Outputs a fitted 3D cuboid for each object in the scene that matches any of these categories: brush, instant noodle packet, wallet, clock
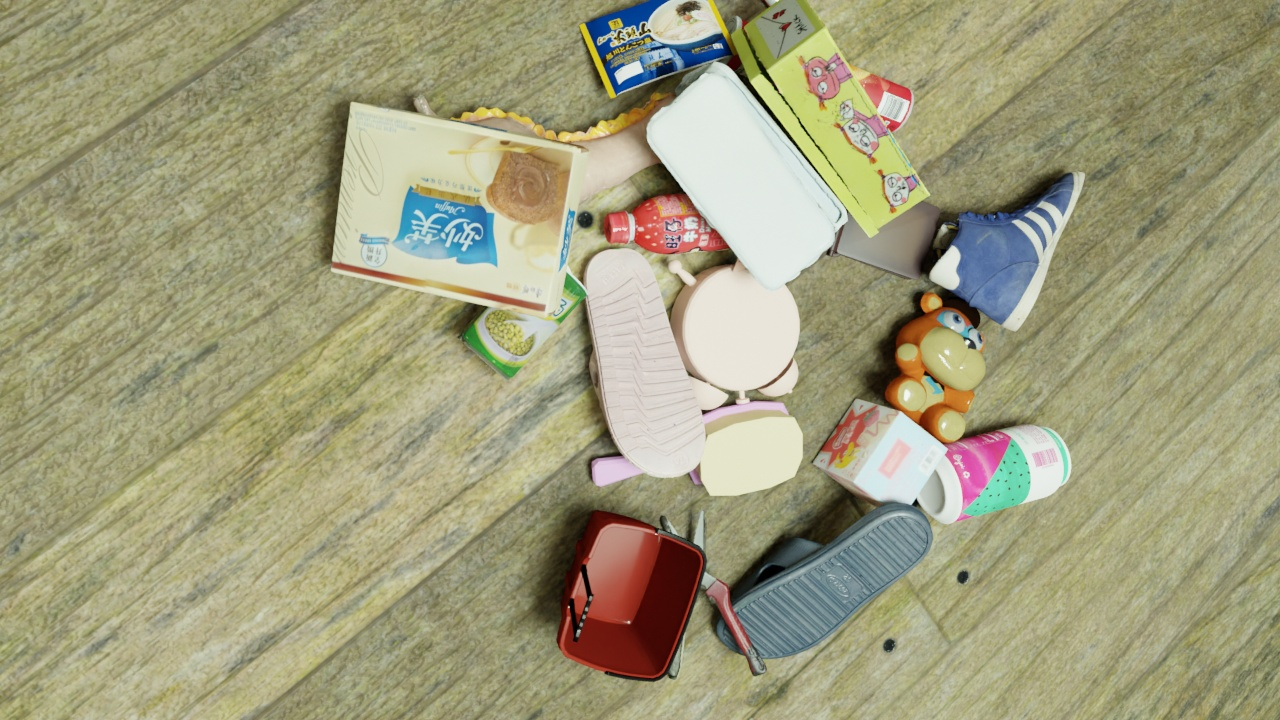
[{"bbox_3d":[0.063,0.103,0.969,0.228,0.043,0.089,-10,112,-16],"label":"brush"},{"bbox_3d":[0.018,-0.316,0.904,0.134,0.026,0.087,-21,76,-5],"label":"instant noodle packet"},{"bbox_3d":[0.272,-0.145,1.028,0.115,0.018,0.091,16,92,-15],"label":"wallet"},{"bbox_3d":[0.103,-0.032,0.957,0.131,0.086,0.160,-10,105,-16],"label":"clock"}]

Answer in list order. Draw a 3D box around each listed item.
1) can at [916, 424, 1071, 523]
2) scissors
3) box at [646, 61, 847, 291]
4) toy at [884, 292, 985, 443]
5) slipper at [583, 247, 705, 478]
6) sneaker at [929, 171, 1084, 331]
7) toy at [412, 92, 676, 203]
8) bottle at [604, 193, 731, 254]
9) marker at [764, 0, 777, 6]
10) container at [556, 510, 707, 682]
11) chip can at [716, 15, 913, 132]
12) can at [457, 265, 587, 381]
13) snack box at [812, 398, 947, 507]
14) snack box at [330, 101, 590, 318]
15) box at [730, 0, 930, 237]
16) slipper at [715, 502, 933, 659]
[{"bbox_3d":[0.404,0.129,1.062,0.165,0.088,0.088,-11,100,-16],"label":"can"},{"bbox_3d":[0.065,0.268,0.991,0.196,0.015,0.180,40,110,12],"label":"scissors"},{"bbox_3d":[0.098,-0.184,0.894,0.130,0.105,0.211,-39,107,-1],"label":"box"},{"bbox_3d":[0.329,0.002,1.020,0.112,0.096,0.175,34,51,-15],"label":"toy"},{"bbox_3d":[-0.006,0.005,0.936,0.094,0.064,0.239,-13,83,-13],"label":"slipper"},{"bbox_3d":[0.406,-0.147,1.042,0.118,0.092,0.232,26,65,11],"label":"sneaker"},{"bbox_3d":[-0.065,-0.219,0.891,0.264,0.065,0.196,-32,103,-15],"label":"toy"},{"bbox_3d":[0.032,-0.138,0.930,0.137,0.062,0.062,-6,98,-16],"label":"bottle"},{"bbox_3d":[0.140,-0.377,0.956,0.145,0.019,0.019,44,83,-17],"label":"marker"},{"bbox_3d":[-0.012,0.229,0.882,0.127,0.201,0.148,19,91,-13],"label":"container"},{"bbox_3d":[0.184,-0.297,0.962,0.214,0.052,0.052,15,92,-19],"label":"chip can"},{"bbox_3d":[-0.113,-0.045,0.892,0.067,0.067,0.121,43,83,-17],"label":"can"},{"bbox_3d":[0.262,0.106,1.012,0.079,0.095,0.093,36,86,-18],"label":"snack box"},{"bbox_3d":[-0.163,-0.135,0.822,0.207,0.055,0.153,12,103,5],"label":"snack box"},{"bbox_3d":[0.187,-0.238,0.899,0.083,0.124,0.221,-32,128,18],"label":"box"},{"bbox_3d":[0.198,0.233,1.008,0.264,0.082,0.101,-38,106,17],"label":"slipper"}]
